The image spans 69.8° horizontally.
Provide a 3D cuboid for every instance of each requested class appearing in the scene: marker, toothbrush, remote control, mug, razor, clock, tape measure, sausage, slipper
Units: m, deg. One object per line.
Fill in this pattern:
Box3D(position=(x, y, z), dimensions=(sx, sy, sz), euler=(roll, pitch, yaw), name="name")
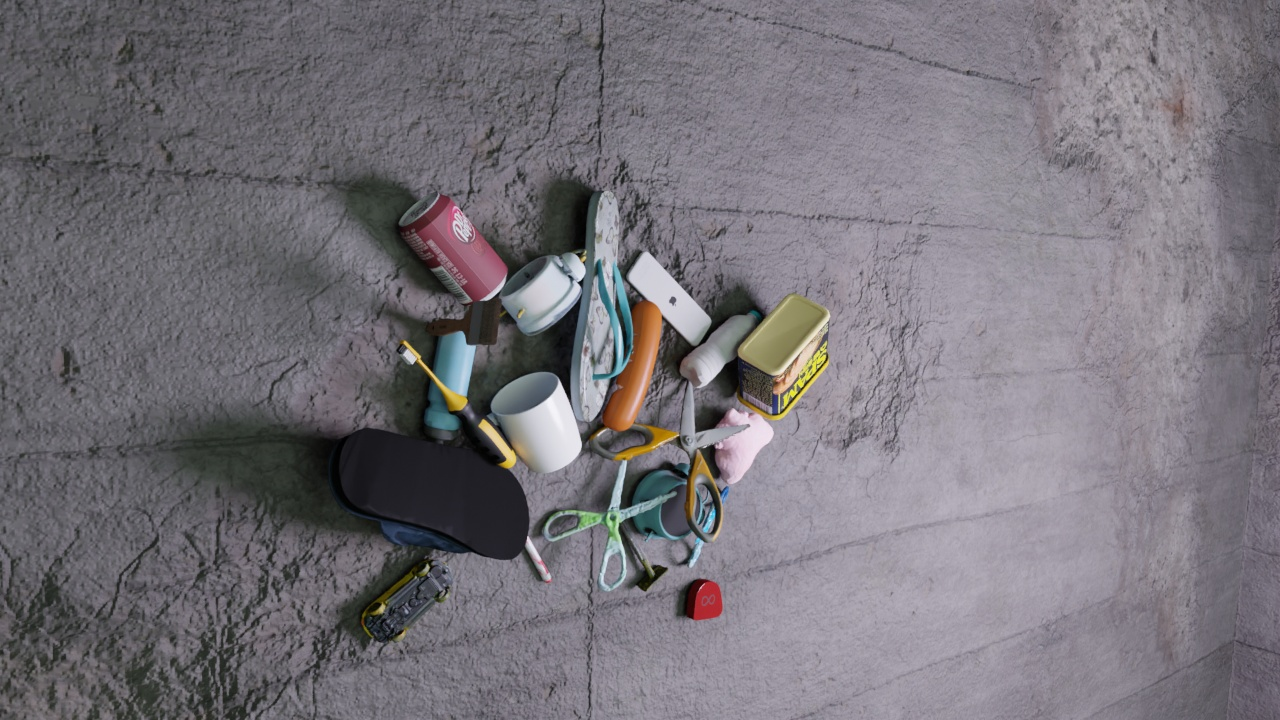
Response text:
Box3D(position=(-0.136, 0.204, 1.066), dimensions=(0.012, 0.013, 0.142), euler=(-37, 116, -27), name="marker")
Box3D(position=(-0.187, 0.048, 0.948), dimensions=(0.197, 0.031, 0.030), euler=(55, 51, -35), name="toothbrush")
Box3D(position=(0.038, -0.076, 1.161), dimensions=(0.146, 0.008, 0.045), euler=(44, 70, -32), name="remote control")
Box3D(position=(-0.128, 0.078, 1.025), dimensions=(0.114, 0.081, 0.088), euler=(-22, 118, 0), name="mug")
Box3D(position=(-0.004, 0.240, 1.164), dimensions=(0.042, 0.026, 0.106), euler=(-37, 112, -25), name="razor")
Box3D(position=(-0.102, -0.081, 1.013), dimensions=(0.117, 0.083, 0.057), euler=(-48, 114, -20), name="clock")
Box3D(position=(0.088, 0.323, 1.243), dimensions=(0.058, 0.019, 0.051), euler=(7, 90, -44), name="tape measure")
Box3D(position=(-0.007, 0.007, 1.112), dimensions=(0.039, 0.044, 0.164), euler=(53, 51, -75), name="sausage")
Box3D(position=(-0.034, -0.062, 1.065), dimensions=(0.098, 0.055, 0.268), euler=(14, 79, -72), name="slipper")
Box3D(position=(0.046, 0.182, 1.173), dimensions=(0.124, 0.053, 0.090), euler=(-20, 108, -36), name="clock")
Box3D(position=(-0.226, 0.143, 0.956), dimensions=(0.265, 0.084, 0.108), euler=(29, 54, -47), name="slipper")

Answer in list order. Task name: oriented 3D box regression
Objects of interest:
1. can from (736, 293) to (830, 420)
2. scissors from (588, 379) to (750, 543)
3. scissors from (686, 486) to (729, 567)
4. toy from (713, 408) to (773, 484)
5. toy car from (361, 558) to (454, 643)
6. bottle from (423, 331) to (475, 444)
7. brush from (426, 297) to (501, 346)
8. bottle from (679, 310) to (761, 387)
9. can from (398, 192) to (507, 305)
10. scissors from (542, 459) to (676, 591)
Box3D(position=(0.189, -0.007, 1.215), dimensions=(0.135, 0.075, 0.104), euler=(-46, 150, -23), name="can")
Box3D(position=(0.050, 0.121, 1.136), dimensions=(0.224, 0.016, 0.229), euler=(-8, 65, -25), name="scissors")
Box3D(position=(0.091, 0.210, 1.203), dimensions=(0.139, 0.011, 0.134), euler=(-51, 159, -45), name="scissors")
Box3D(position=(0.130, 0.108, 1.226), dimensions=(0.102, 0.050, 0.093), euler=(-54, 126, -15), name="toy")
Box3D(position=(-0.247, 0.255, 0.980), dimensions=(0.106, 0.030, 0.049), euler=(-39, 115, -24), name="toy car")
Box3D(position=(-0.204, 0.028, 0.977), dimensions=(0.040, 0.040, 0.130), euler=(11, 89, -37), name="bottle")
Box3D(position=(-0.181, -0.034, 0.921), dimensions=(0.008, 0.143, 0.045), euler=(12, 80, -38), name="brush")
Box3D(position=(0.109, -0.020, 1.198), dimensions=(0.136, 0.044, 0.044), euler=(-41, 118, -26), name="bottle")
Box3D(position=(-0.193, -0.114, 0.952), dimensions=(0.063, 0.063, 0.114), euler=(-50, 121, -21), name="can")
Box3D(position=(-0.032, 0.195, 1.102), dimensions=(0.171, 0.024, 0.165), euler=(-17, 71, -13), name="scissors")
